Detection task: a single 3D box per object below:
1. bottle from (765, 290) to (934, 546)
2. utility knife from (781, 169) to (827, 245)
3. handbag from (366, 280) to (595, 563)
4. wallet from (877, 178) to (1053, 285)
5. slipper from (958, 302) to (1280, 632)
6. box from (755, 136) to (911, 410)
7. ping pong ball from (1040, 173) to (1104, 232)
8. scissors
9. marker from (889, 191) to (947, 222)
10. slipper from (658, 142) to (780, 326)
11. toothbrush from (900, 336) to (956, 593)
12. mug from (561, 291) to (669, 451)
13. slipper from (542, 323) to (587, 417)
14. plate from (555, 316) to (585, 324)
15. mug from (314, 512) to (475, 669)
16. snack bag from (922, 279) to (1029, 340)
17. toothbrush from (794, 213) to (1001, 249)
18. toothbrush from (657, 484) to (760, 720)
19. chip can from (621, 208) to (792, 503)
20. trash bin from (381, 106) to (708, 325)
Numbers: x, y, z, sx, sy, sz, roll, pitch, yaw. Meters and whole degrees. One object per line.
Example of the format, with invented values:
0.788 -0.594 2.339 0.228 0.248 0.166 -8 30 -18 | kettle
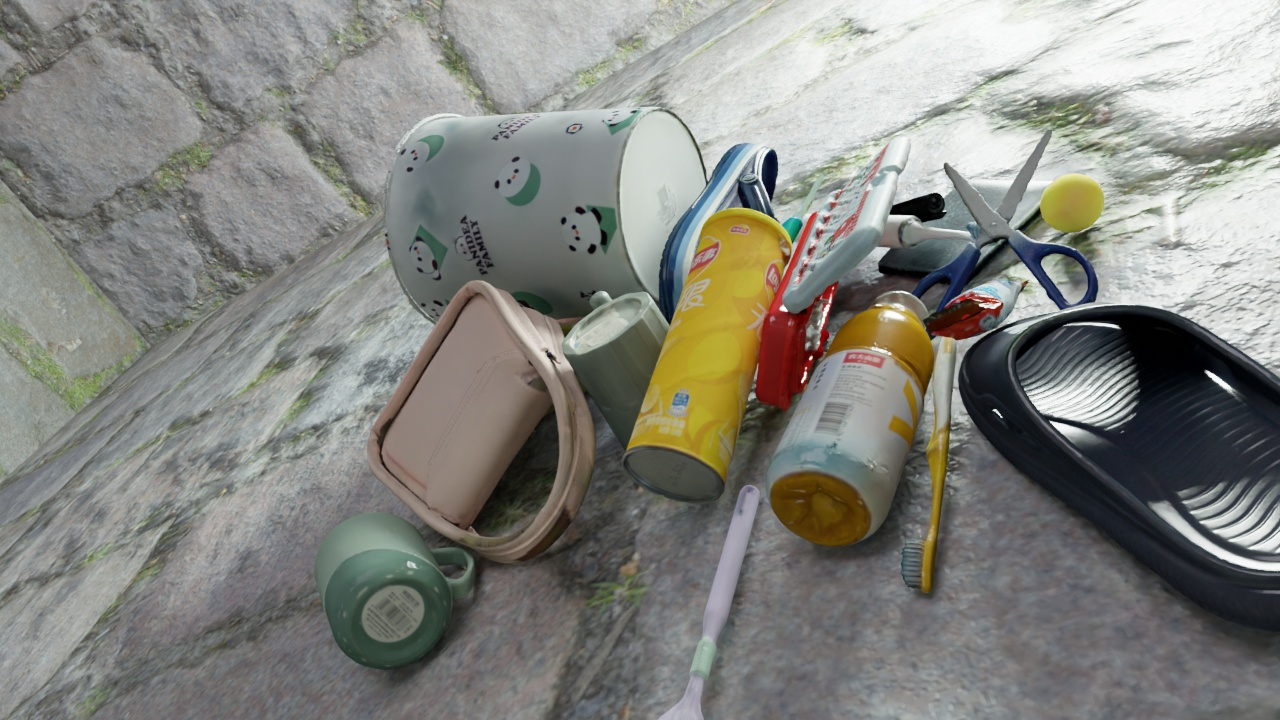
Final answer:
0.133 0.024 0.546 0.068 0.068 0.189 -13 29 39 | bottle
0.102 -0.071 0.741 0.191 0.018 0.034 -61 8 0 | utility knife
-0.113 0.061 0.726 0.193 0.093 0.234 -59 38 7 | handbag
0.253 -0.102 0.709 0.120 0.019 0.097 -41 24 -13 | wallet
0.228 0.013 0.425 0.111 0.083 0.268 -28 20 5 | slipper
0.134 -0.071 0.654 0.200 0.060 0.161 -57 -9 -53 | box
0.298 -0.109 0.634 0.040 0.040 0.040 -27 24 13 | ping pong ball
0.240 -0.079 0.617 0.176 0.012 0.162 -53 40 5 | scissors
0.205 -0.117 0.761 0.020 0.022 0.132 -54 15 -14 | marker
0.090 -0.106 0.838 0.095 0.105 0.252 10 47 20 | slipper
0.161 0.047 0.507 0.018 0.016 0.190 0 43 23 | toothbrush
-0.004 0.004 0.718 0.084 0.103 0.124 -31 24 3 | mug
-0.086 -0.003 0.871 0.191 0.081 0.091 -26 21 8 | slipper
-0.024 -0.101 1.050 0.230 0.028 0.229 -28 24 13 | plate
-0.172 0.163 0.663 0.111 0.082 0.106 -7 13 -24 | mug
0.204 -0.031 0.548 0.045 0.026 0.105 -32 -7 32 | snack bag
0.195 -0.103 0.732 0.026 0.026 0.221 -48 27 -13 | toothbrush
0.045 0.133 0.509 0.029 0.021 0.188 16 37 9 | toothbrush
0.050 -0.008 0.646 0.072 0.072 0.212 -11 46 41 | chip can
-0.081 -0.140 0.905 0.252 0.230 0.228 1 38 30 | trash bin
